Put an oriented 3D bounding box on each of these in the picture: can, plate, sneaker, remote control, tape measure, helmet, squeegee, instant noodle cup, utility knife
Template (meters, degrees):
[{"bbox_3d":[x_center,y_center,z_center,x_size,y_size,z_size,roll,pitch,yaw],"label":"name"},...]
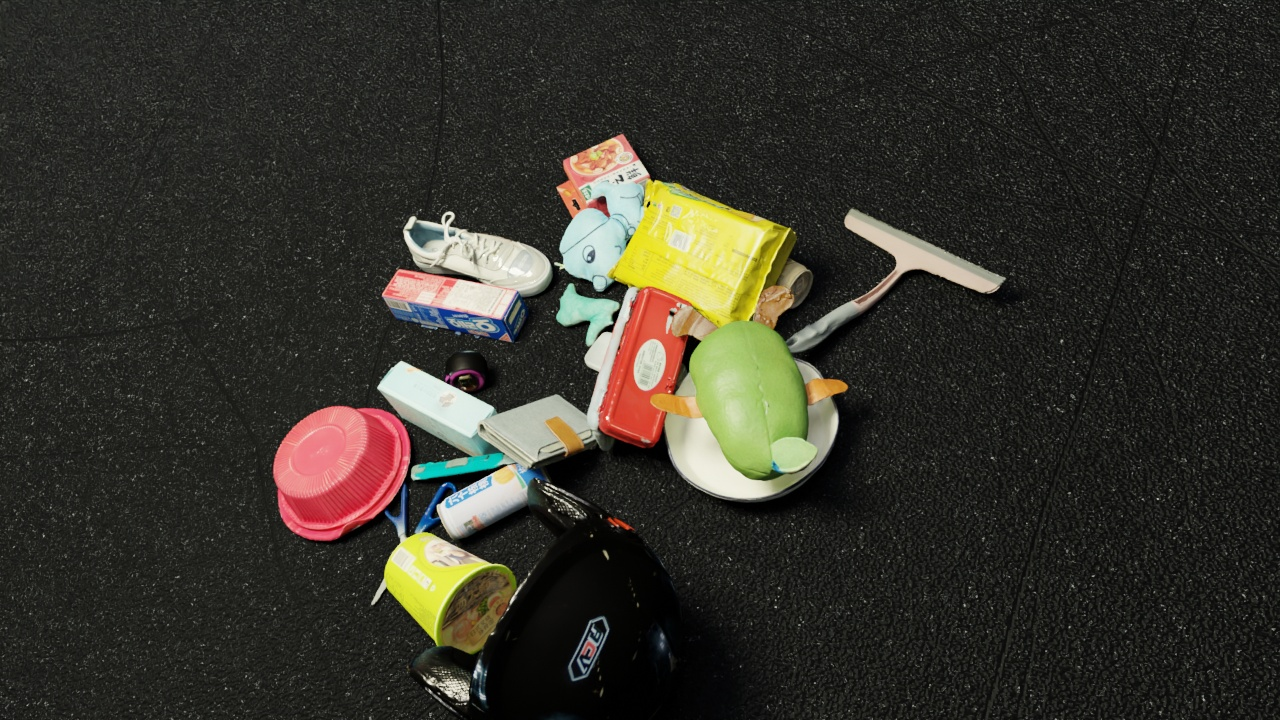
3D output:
[{"bbox_3d":[0.164,-0.118,1.204,0.116,0.058,0.058,34,70,32],"label":"can"},{"bbox_3d":[0.129,0.079,1.084,0.205,0.045,0.204,-8,55,11],"label":"plate"},{"bbox_3d":[-0.239,-0.161,1.330,0.242,0.091,0.089,15,62,23],"label":"sneaker"},{"bbox_3d":[-0.007,0.007,1.189,0.136,0.020,0.055,23,66,28],"label":"remote control"},{"bbox_3d":[-0.231,0.017,1.223,0.057,0.058,0.039,-14,54,2],"label":"tape measure"},{"bbox_3d":[-0.070,0.259,0.879,0.230,0.275,0.233,30,77,2],"label":"helmet"},{"bbox_3d":[0.270,-0.073,1.151,0.249,0.040,0.248,-35,46,-17],"label":"squeegee"},{"bbox_3d":[-0.220,0.254,1.028,0.123,0.112,0.111,23,64,37],"label":"instant noodle cup"},{"bbox_3d":[-0.395,0.130,1.177,0.194,0.066,0.193,-10,53,13],"label":"instant noodle cup"},{"bbox_3d":[-0.217,0.128,1.138,0.187,0.013,0.029,-11,38,27],"label":"utility knife"},{"bbox_3d":[-0.174,0.164,1.104,0.134,0.053,0.053,-28,53,-5],"label":"can"}]

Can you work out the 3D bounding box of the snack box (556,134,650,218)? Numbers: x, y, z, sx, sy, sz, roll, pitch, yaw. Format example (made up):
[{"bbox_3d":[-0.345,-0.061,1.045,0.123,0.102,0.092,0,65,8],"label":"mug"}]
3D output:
[{"bbox_3d":[-0.059,-0.270,1.384,0.127,0.044,0.113,-26,53,-3],"label":"snack box"}]

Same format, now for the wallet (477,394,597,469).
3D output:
[{"bbox_3d":[-0.115,0.084,1.115,0.106,0.037,0.129,30,30,31],"label":"wallet"}]

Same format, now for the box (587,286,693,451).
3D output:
[{"bbox_3d":[-0.008,0.013,1.126,0.095,0.099,0.201,21,65,-10],"label":"box"}]

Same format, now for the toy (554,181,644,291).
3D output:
[{"bbox_3d":[-0.053,-0.178,1.302,0.156,0.050,0.161,-22,70,2],"label":"toy"}]

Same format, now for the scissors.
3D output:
[{"bbox_3d":[-0.279,0.214,1.125,0.163,0.012,0.162,-32,54,-7],"label":"scissors"}]

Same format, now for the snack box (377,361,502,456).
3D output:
[{"bbox_3d":[-0.252,0.067,1.182,0.175,0.074,0.051,23,64,28],"label":"snack box"}]

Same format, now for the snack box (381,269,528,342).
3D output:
[{"bbox_3d":[-0.262,-0.078,1.298,0.208,0.057,0.058,11,57,23],"label":"snack box"}]

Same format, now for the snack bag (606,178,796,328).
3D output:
[{"bbox_3d":[0.074,-0.136,1.190,0.247,0.068,0.158,28,98,35],"label":"snack bag"}]

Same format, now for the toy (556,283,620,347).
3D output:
[{"bbox_3d":[-0.073,-0.062,1.252,0.092,0.030,0.096,5,63,22],"label":"toy"}]

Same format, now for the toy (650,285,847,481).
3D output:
[{"bbox_3d":[0.123,0.029,1.038,0.227,0.090,0.246,-8,57,-2],"label":"toy"}]
